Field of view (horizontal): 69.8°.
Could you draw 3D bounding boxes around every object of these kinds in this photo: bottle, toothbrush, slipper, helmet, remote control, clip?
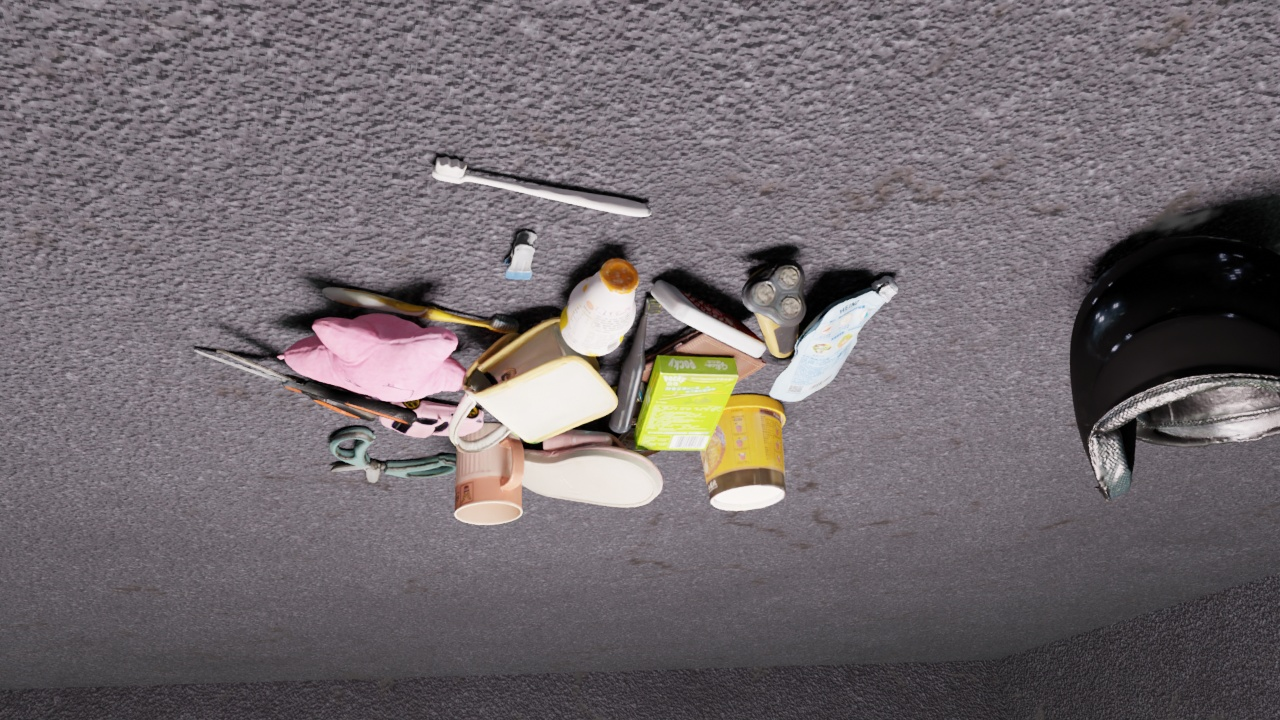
[{"bbox_3d":[-0.010,0.099,1.156,0.080,0.044,0.195,2,153,-6],"label":"bottle"},{"bbox_3d":[-0.073,-0.136,0.724,0.180,0.016,0.016,8,144,-22],"label":"toothbrush"},{"bbox_3d":[-0.034,-0.050,0.841,0.063,0.063,0.109,5,152,-18],"label":"bottle"},{"bbox_3d":[-0.071,0.130,1.145,0.275,0.054,0.114,-9,132,48],"label":"slipper"},{"bbox_3d":[-0.203,-0.049,0.870,0.191,0.016,0.018,11,138,-28],"label":"toothbrush"},{"bbox_3d":[0.537,0.008,0.871,0.234,0.230,0.274,-14,162,36],"label":"helmet"},{"bbox_3d":[0.068,-0.040,0.891,0.136,0.056,0.020,24,108,-42],"label":"remote control"},{"bbox_3d":[-0.006,0.006,0.965,0.027,0.026,0.213,4,140,-10],"label":"toothbrush"},{"bbox_3d":[-0.104,-0.092,0.802,0.025,0.036,0.058,5,154,-14],"label":"clip"}]

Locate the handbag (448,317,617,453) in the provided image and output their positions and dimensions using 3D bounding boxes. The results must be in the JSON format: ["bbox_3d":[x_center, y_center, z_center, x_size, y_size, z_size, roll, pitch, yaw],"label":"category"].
[{"bbox_3d":[-0.128,0.036,0.953,0.179,0.063,0.163,-26,153,5],"label":"handbag"}]

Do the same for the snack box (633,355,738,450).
[{"bbox_3d":[0.047,0.050,1.008,0.085,0.026,0.157,1,144,-10],"label":"snack box"}]

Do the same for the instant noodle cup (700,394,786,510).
[{"bbox_3d":[0.126,0.117,1.135,0.118,0.114,0.119,-4,153,-2],"label":"instant noodle cup"}]

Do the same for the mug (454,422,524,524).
[{"bbox_3d":[-0.179,0.134,1.126,0.081,0.105,0.115,15,147,-34],"label":"mug"}]

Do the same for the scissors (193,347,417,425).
[{"bbox_3d":[-0.334,0.028,0.952,0.228,0.021,0.221,14,166,11],"label":"scissors"}]

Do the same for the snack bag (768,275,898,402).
[{"bbox_3d":[0.196,-0.020,0.945,0.110,0.039,0.191,-19,157,-15],"label":"snack bag"}]

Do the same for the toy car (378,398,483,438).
[{"bbox_3d":[-0.242,0.070,1.070,0.122,0.037,0.056,11,150,-29],"label":"toy car"}]

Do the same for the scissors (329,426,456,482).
[{"bbox_3d":[-0.317,0.125,1.183,0.170,0.019,0.172,0,151,-11],"label":"scissors"}]

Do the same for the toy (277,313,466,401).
[{"bbox_3d":[-0.256,0.001,0.889,0.178,0.074,0.195,4,164,-5],"label":"toy"}]

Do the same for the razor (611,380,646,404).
[{"bbox_3d":[-0.055,0.046,1.062,0.133,0.028,0.043,-15,120,15],"label":"razor"}]

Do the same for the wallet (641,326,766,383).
[{"bbox_3d":[0.060,0.002,0.996,0.101,0.032,0.125,23,142,-37],"label":"wallet"}]

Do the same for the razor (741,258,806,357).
[{"bbox_3d":[0.136,-0.041,0.894,0.062,0.067,0.167,-34,157,-2],"label":"razor"}]
